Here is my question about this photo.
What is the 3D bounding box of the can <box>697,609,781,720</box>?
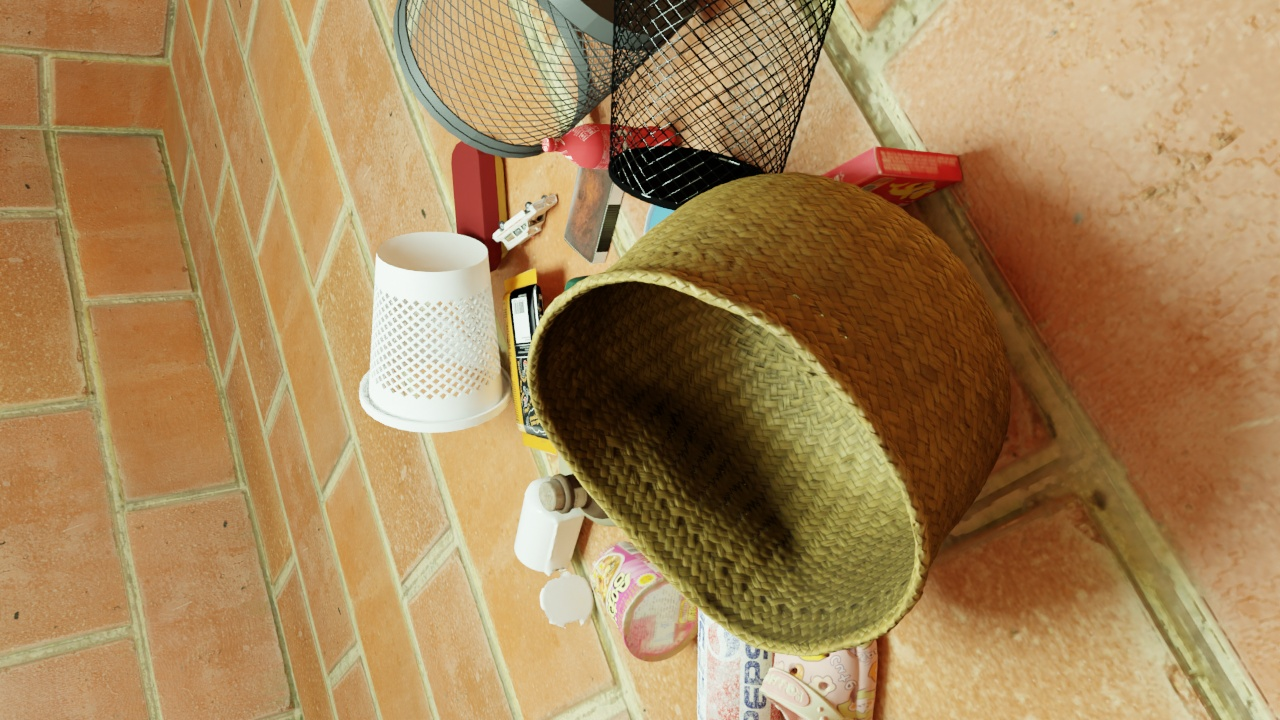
[{"bbox_3d":[0.092,0.275,0.849,0.078,0.078,0.136,15,108,53],"label":"can"}]

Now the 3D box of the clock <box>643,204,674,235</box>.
[{"bbox_3d":[0.050,-0.095,0.848,0.162,0.075,0.122,166,95,-67],"label":"clock"}]

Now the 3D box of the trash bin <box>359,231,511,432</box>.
[{"bbox_3d":[-0.260,-0.045,1.162,0.195,0.195,0.200,37,132,45],"label":"trash bin"}]

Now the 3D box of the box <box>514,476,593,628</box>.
[{"bbox_3d":[-0.098,0.232,1.110,0.141,0.083,0.140,44,131,34],"label":"box"}]

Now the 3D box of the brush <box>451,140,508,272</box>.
[{"bbox_3d":[-0.209,-0.202,1.209,0.082,0.041,0.173,6,101,54],"label":"brush"}]

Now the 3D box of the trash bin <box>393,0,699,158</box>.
[{"bbox_3d":[-0.086,-0.340,0.872,0.228,0.217,0.217,-20,80,50],"label":"trash bin"}]

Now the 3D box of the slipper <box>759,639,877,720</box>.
[{"bbox_3d":[0.145,0.279,0.775,0.093,0.081,0.197,6,103,53],"label":"slipper"}]

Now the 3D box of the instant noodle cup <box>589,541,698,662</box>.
[{"bbox_3d":[0.000,0.246,0.968,0.109,0.097,0.098,30,121,58],"label":"instant noodle cup"}]

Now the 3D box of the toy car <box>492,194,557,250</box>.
[{"bbox_3d":[-0.139,-0.168,1.126,0.113,0.039,0.039,-19,102,54],"label":"toy car"}]

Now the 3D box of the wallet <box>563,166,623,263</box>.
[{"bbox_3d":[-0.051,-0.176,1.012,0.072,0.019,0.123,46,131,40],"label":"wallet"}]

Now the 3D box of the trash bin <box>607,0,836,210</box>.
[{"bbox_3d":[0.058,-0.239,0.723,0.184,0.183,0.211,42,134,42],"label":"trash bin"}]

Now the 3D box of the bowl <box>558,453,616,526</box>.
[{"bbox_3d":[-0.051,0.118,1.042,0.152,0.050,0.152,15,108,53],"label":"bowl"}]

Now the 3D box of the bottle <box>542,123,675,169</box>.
[{"bbox_3d":[-0.029,-0.203,0.870,0.042,0.141,0.042,15,108,53],"label":"bottle"}]

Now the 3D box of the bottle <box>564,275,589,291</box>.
[{"bbox_3d":[-0.021,-0.055,0.957,0.131,0.061,0.061,12,109,53],"label":"bottle"}]

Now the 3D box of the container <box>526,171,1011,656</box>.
[{"bbox_3d":[0.095,0.024,0.633,0.307,0.196,0.308,30,143,26],"label":"container"}]

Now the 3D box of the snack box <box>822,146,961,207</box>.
[{"bbox_3d":[0.154,-0.119,0.675,0.133,0.089,0.021,-22,75,54],"label":"snack box"}]

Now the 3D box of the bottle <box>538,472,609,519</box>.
[{"bbox_3d":[-0.027,0.122,0.918,0.068,0.156,0.068,15,108,53],"label":"bottle"}]

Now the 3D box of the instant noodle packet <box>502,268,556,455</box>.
[{"bbox_3d":[-0.140,0.003,1.146,0.160,0.032,0.221,179,84,-69],"label":"instant noodle packet"}]
